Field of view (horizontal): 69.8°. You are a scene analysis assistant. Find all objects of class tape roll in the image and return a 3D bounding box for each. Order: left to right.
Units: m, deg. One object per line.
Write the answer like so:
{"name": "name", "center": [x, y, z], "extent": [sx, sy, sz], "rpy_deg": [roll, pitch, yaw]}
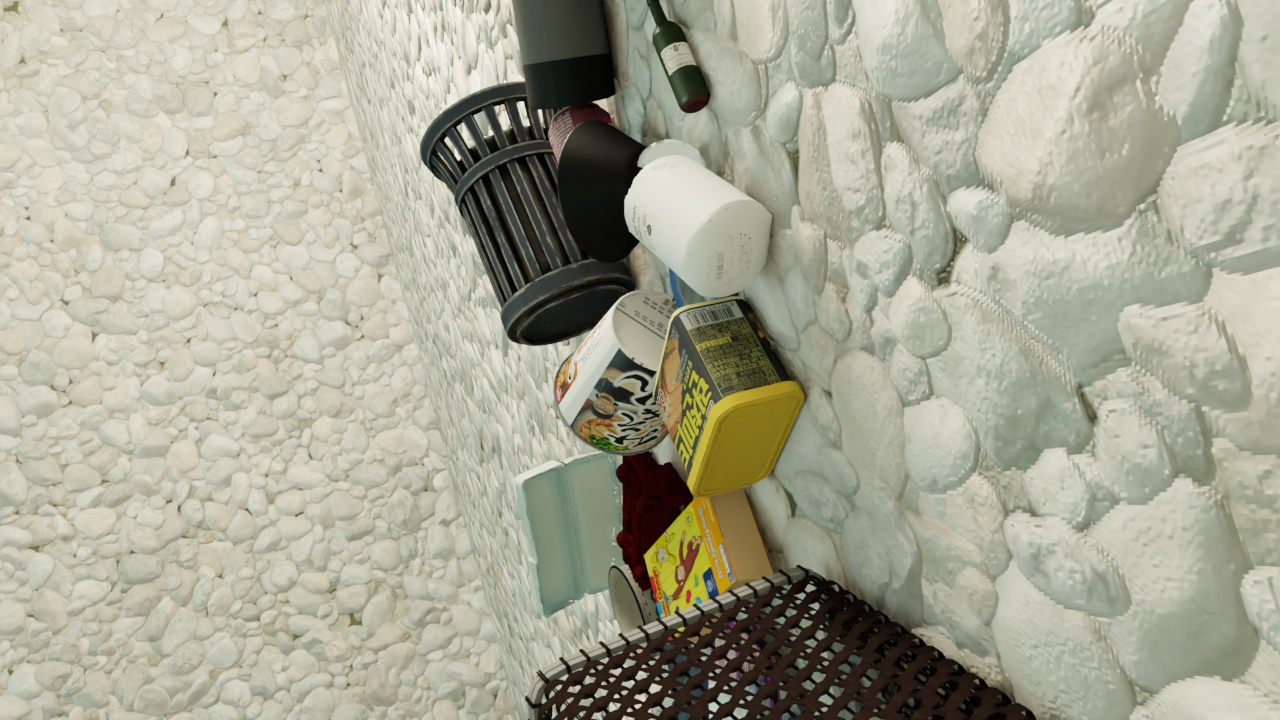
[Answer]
{"name": "tape roll", "center": [0.051, -0.065, 0.767], "extent": [0.093, 0.016, 0.091], "rpy_deg": [127, 126, -66]}

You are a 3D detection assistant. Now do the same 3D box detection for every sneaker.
{"name": "sneaker", "center": [0.050, 0.412, 0.959], "extent": [0.121, 0.127, 0.294], "rpy_deg": [149, 108, -69]}

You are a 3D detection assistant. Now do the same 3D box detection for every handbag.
{"name": "handbag", "center": [0.087, 0.265, 0.854], "extent": [0.145, 0.068, 0.169], "rpy_deg": [126, 133, -65]}

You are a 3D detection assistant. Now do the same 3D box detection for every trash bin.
{"name": "trash bin", "center": [-0.111, -0.144, 0.953], "extent": [0.227, 0.164, 0.165], "rpy_deg": [66, 159, 15]}

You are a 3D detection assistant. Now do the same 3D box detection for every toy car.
{"name": "toy car", "center": [0.013, 0.160, 0.964], "extent": [0.070, 0.061, 0.170], "rpy_deg": [-126, 29, -46]}

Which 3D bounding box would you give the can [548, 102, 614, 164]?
{"name": "can", "center": [-0.044, -0.183, 0.874], "extent": [0.063, 0.063, 0.114], "rpy_deg": [130, 123, -67]}

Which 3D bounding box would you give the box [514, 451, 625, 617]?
{"name": "box", "center": [-0.084, 0.216, 1.157], "extent": [0.043, 0.135, 0.197], "rpy_deg": [28, 130, 57]}

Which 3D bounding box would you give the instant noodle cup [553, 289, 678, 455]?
{"name": "instant noodle cup", "center": [-0.005, 0.005, 0.841], "extent": [0.123, 0.123, 0.122], "rpy_deg": [66, 150, 24]}

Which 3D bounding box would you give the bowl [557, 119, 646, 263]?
{"name": "bowl", "center": [-0.011, -0.148, 0.789], "extent": [0.053, 0.123, 0.124], "rpy_deg": [-1, 105, 36]}

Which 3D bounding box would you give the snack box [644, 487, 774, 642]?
{"name": "snack box", "center": [0.058, 0.183, 0.816], "extent": [0.126, 0.040, 0.088], "rpy_deg": [-56, 39, 42]}

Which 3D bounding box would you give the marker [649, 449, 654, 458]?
{"name": "marker", "center": [-0.014, 0.069, 1.036], "extent": [0.020, 0.020, 0.141], "rpy_deg": [105, 145, -54]}

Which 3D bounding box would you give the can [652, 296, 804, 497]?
{"name": "can", "center": [0.063, 0.029, 0.724], "extent": [0.131, 0.072, 0.101], "rpy_deg": [101, 150, -51]}

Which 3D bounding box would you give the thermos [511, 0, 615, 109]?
{"name": "thermos", "center": [-0.079, -0.352, 0.820], "extent": [0.082, 0.082, 0.240], "rpy_deg": [-148, 47, -63]}

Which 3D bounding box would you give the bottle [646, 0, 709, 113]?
{"name": "bottle", "center": [0.025, -0.239, 0.703], "extent": [0.025, 0.025, 0.106], "rpy_deg": [125, 127, -65]}

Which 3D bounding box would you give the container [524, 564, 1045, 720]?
{"name": "container", "center": [0.101, 0.310, 0.573], "extent": [0.244, 0.245, 0.247], "rpy_deg": [13, 116, 65]}

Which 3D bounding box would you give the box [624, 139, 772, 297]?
{"name": "box", "center": [0.034, -0.114, 0.696], "extent": [0.161, 0.091, 0.081], "rpy_deg": [45, 148, 42]}

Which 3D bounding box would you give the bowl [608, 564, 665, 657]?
{"name": "bowl", "center": [0.012, 0.285, 1.061], "extent": [0.116, 0.059, 0.115], "rpy_deg": [165, 90, -71]}
